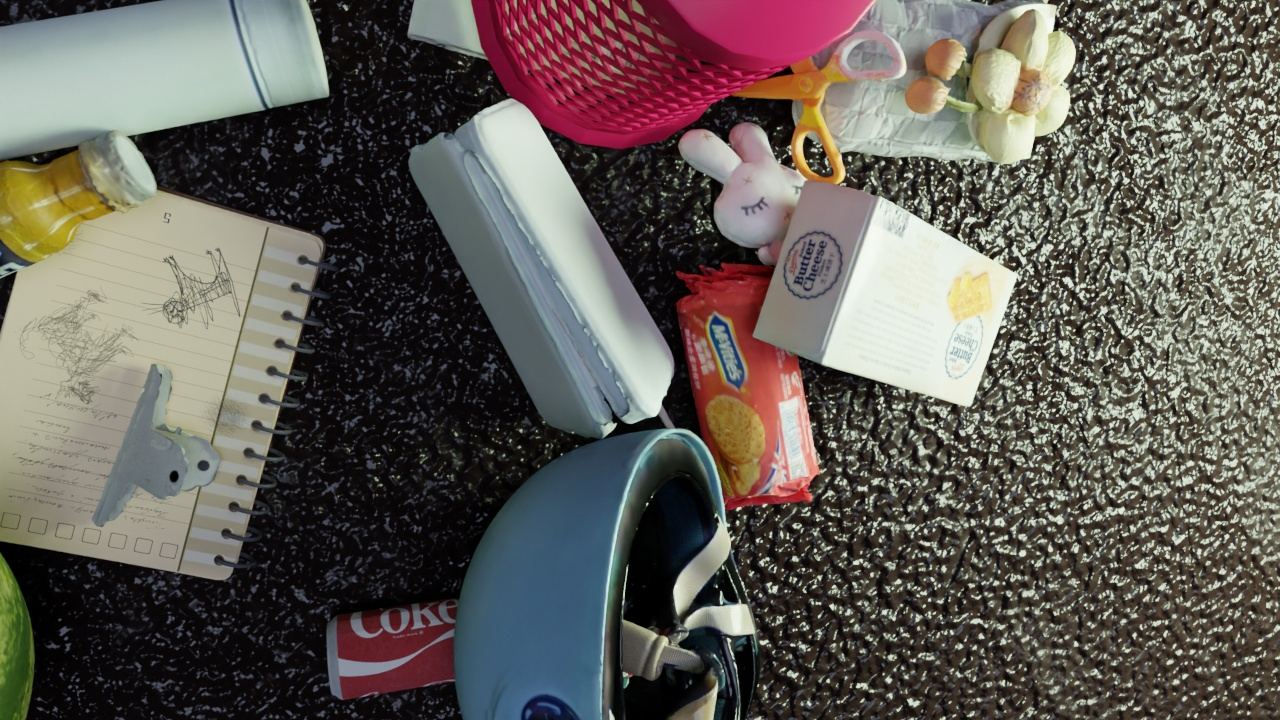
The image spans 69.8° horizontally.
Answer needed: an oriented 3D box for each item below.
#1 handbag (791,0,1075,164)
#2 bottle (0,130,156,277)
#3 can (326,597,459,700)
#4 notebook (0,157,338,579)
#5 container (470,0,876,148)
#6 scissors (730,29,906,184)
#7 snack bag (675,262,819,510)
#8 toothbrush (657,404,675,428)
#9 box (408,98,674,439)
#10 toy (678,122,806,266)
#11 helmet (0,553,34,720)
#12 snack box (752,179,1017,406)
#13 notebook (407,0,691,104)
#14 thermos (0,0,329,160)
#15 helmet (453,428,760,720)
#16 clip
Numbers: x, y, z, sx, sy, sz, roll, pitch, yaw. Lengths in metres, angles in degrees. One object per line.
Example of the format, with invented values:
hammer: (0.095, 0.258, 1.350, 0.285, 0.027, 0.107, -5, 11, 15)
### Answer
handbag: (0.192, -0.186, 0.603, 0.171, 0.123, 0.113, 1, 111, -13)
bottle: (-0.354, -0.067, 0.483, 0.186, 0.053, 0.053, -25, 105, -6)
can: (-0.154, 0.188, 0.604, 0.096, 0.054, 0.054, -5, 101, -15)
notebook: (-0.292, 0.012, 0.550, 0.167, 0.024, 0.225, 16, 95, -17)
container: (0.020, -0.211, 0.483, 0.183, 0.226, 0.183, -4, 102, -18)
scissors: (0.112, -0.175, 0.578, 0.011, 0.129, 0.125, -15, 82, -48)
snack bag: (0.076, 0.017, 0.631, 0.082, 0.082, 0.176, -14, 103, -13)
toothbrush: (-0.004, 0.004, 0.635, 0.015, 0.018, 0.181, -33, 106, -10)
box: (-0.078, -0.044, 0.569, 0.110, 0.107, 0.216, -26, 103, 18)
toy: (0.080, -0.105, 0.600, 0.075, 0.037, 0.125, -21, 75, -28)
helmet: (-0.418, 0.163, 0.430, 0.213, 0.243, 0.246, 3, 59, 15)
snack box: (0.170, -0.038, 0.612, 0.207, 0.057, 0.104, 13, 98, -45)
notebook: (-0.031, -0.304, 0.577, 0.181, 0.010, 0.252, 11, 97, -18)
thermos: (-0.292, -0.154, 0.499, 0.230, 0.068, 0.068, -15, 103, -14)
helmet: (-0.024, 0.168, 0.559, 0.167, 0.224, 0.266, 3, 112, 20)
clip: (-0.279, 0.058, 0.533, 0.054, 0.038, 0.101, 22, 94, -4)
